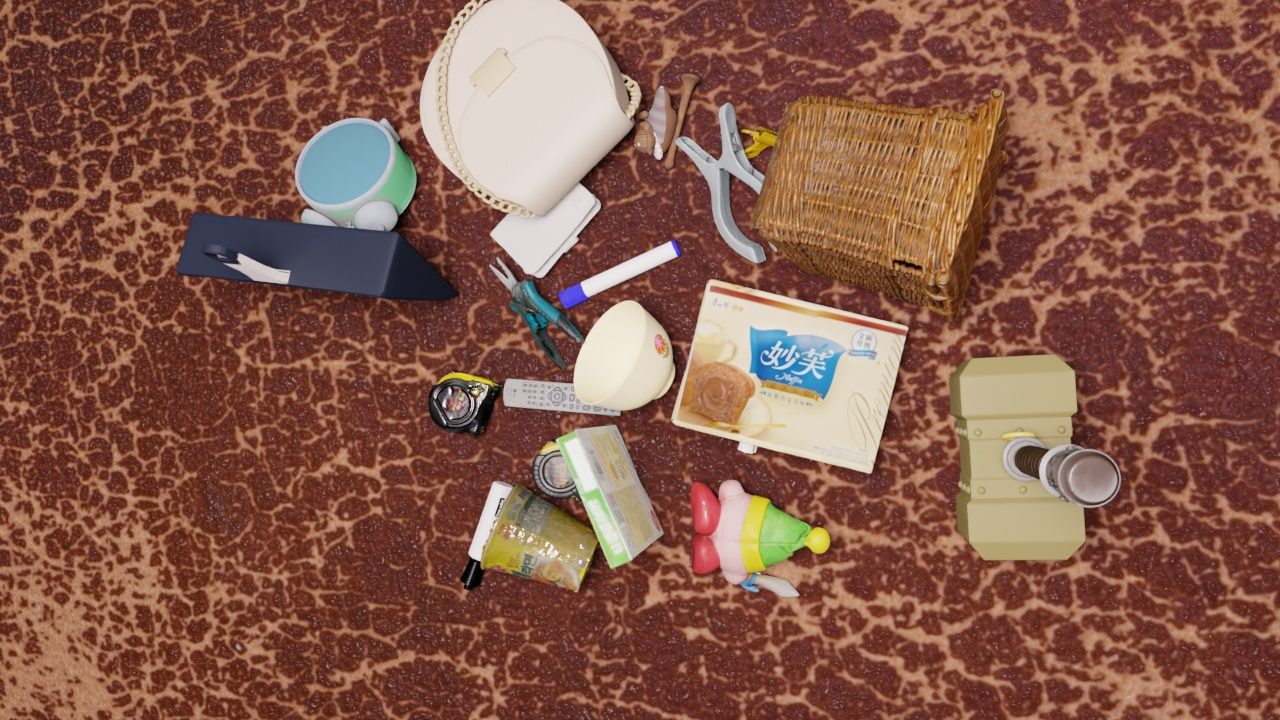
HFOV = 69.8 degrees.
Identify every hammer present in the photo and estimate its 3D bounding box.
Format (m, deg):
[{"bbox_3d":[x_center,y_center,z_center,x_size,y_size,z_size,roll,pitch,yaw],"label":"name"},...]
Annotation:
[{"bbox_3d":[0.335,0.087,0.770,0.101,0.324,0.190,-3,87,12],"label":"hammer"}]

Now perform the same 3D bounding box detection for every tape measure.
[{"bbox_3d":[-0.201,0.048,1.035,0.072,0.042,0.071,19,94,8],"label":"tape measure"},{"bbox_3d":[-0.087,0.121,1.010,0.062,0.038,0.067,2,91,4],"label":"tape measure"}]

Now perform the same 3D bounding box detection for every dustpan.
[{"bbox_3d":[-0.352,-0.093,0.948,0.236,0.273,0.080,7,74,12],"label":"dustpan"}]

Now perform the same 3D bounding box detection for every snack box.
[{"bbox_3d":[0.149,0.016,0.935,0.207,0.055,0.153,14,91,2],"label":"snack box"},{"bbox_3d":[-0.027,0.131,0.928,0.027,0.168,0.132,-26,83,10],"label":"snack box"}]

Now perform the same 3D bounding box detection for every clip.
[{"bbox_3d":[0.112,-0.188,0.956,0.108,0.027,0.163,-32,87,37],"label":"clip"},{"bbox_3d":[0.128,-0.230,0.976,0.046,0.052,0.035,4,93,43],"label":"clip"}]

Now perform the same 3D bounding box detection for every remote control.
[{"bbox_3d":[-0.087,0.041,1.023,0.137,0.013,0.033,4,88,13],"label":"remote control"}]

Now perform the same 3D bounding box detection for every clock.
[{"bbox_3d":[-0.323,-0.190,1.040,0.122,0.075,0.161,-4,67,11],"label":"clock"}]

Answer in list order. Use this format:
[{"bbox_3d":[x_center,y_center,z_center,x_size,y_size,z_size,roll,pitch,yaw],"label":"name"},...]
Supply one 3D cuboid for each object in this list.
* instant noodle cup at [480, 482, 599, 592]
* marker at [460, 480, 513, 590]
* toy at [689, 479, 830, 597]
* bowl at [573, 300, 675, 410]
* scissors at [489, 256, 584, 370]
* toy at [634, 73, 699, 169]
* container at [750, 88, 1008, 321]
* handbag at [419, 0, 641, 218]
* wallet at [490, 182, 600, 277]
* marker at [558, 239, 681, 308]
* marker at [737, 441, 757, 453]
[{"bbox_3d":[-0.104,0.197,0.987,0.108,0.102,0.102,22,93,4],"label":"instant noodle cup"},{"bbox_3d":[-0.174,0.198,1.031,0.025,0.025,0.126,20,92,12],"label":"marker"},{"bbox_3d":[0.118,0.187,0.938,0.131,0.097,0.124,1,94,-7],"label":"toy"},{"bbox_3d":[-0.006,0.006,0.971,0.074,0.118,0.118,28,95,-30],"label":"bowl"},{"bbox_3d":[-0.116,-0.051,1.020,0.122,0.019,0.149,0,110,41],"label":"scissors"},{"bbox_3d":[0.026,-0.263,0.997,0.055,0.041,0.102,13,99,-10],"label":"toy"},{"bbox_3d":[0.224,-0.146,0.854,0.183,0.249,0.162,17,91,20],"label":"container"},{"bbox_3d":[-0.124,-0.277,0.995,0.211,0.103,0.208,-43,78,10],"label":"handbag"},{"bbox_3d":[-0.104,-0.156,1.028,0.116,0.032,0.086,-45,69,9],"label":"wallet"},{"bbox_3d":[-0.023,-0.095,1.012,0.142,0.020,0.020,-24,83,11],"label":"marker"},{"bbox_3d":[0.130,0.034,0.975,0.020,0.017,0.133,15,91,-24],"label":"marker"}]
